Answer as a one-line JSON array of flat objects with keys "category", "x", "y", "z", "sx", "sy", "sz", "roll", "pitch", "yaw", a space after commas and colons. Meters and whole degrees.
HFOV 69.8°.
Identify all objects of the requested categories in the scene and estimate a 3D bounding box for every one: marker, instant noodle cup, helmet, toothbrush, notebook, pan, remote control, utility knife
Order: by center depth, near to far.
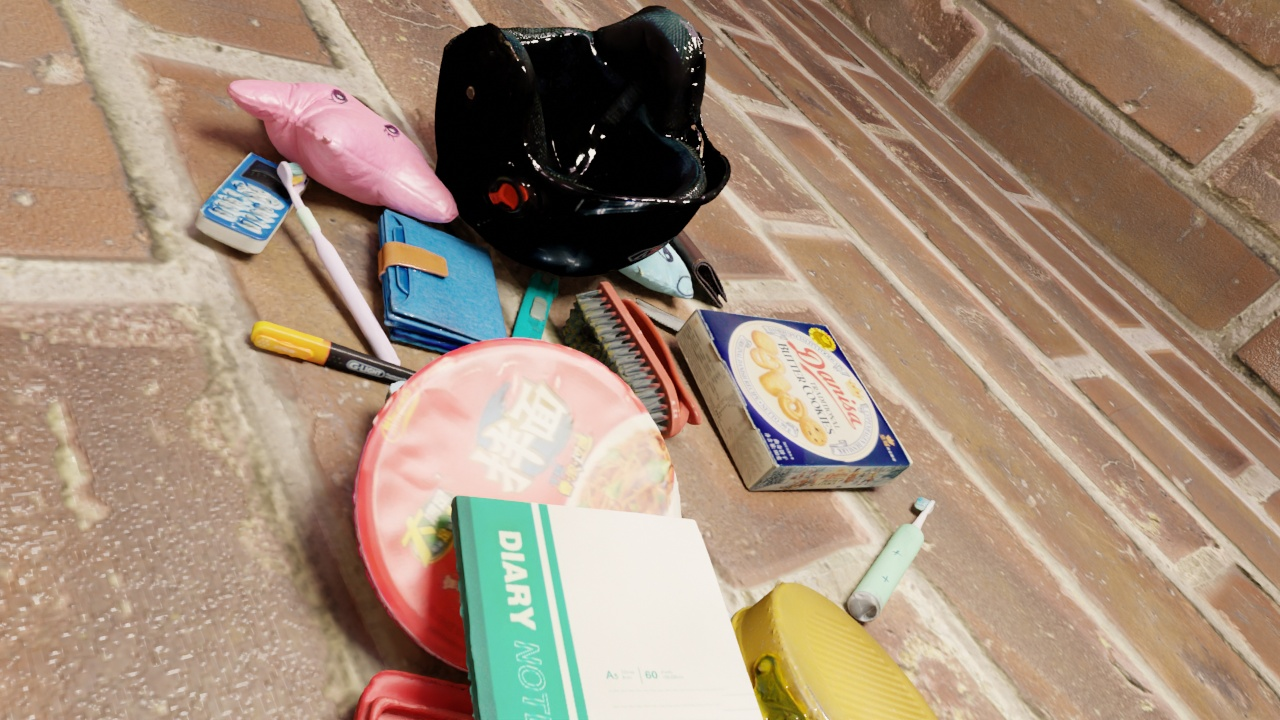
[{"category": "notebook", "x": -0.010, "y": 0.156, "z": 0.442, "sx": 0.150, "sy": 0.012, "sz": 0.209, "roll": 10, "pitch": 39, "yaw": -27}, {"category": "pan", "x": 0.072, "y": 0.207, "z": 0.528, "sx": 0.357, "sy": 0.078, "sz": 0.197, "roll": 33, "pitch": 19, "yaw": -40}, {"category": "instant noodle cup", "x": -0.074, "y": 0.087, "z": 0.539, "sx": 0.193, "sy": 0.066, "sz": 0.193, "roll": 9, "pitch": 70, "yaw": -25}, {"category": "marker", "x": -0.202, "y": 0.000, "z": 0.627, "sx": 0.123, "sy": 0.018, "sz": 0.015, "roll": 20, "pitch": 34, "yaw": -26}, {"category": "toothbrush", "x": -0.222, "y": -0.070, "z": 0.678, "sx": 0.189, "sy": 0.021, "sz": 0.029, "roll": 58, "pitch": -3, "yaw": 16}, {"category": "remote control", "x": -0.291, "y": -0.119, "z": 0.693, "sx": 0.049, "sy": 0.024, "sz": 0.124, "roll": 26, "pitch": 29, "yaw": -17}, {"category": "utility knife", "x": -0.091, "y": -0.034, "z": 0.783, "sx": 0.029, "sy": 0.013, "sz": 0.179, "roll": 26, "pitch": 33, "yaw": -13}, {"category": "helmet", "x": -0.057, "y": -0.185, "z": 0.810, "sx": 0.232, "sy": 0.231, "sz": 0.274, "roll": -25, "pitch": 64, "yaw": -40}, {"category": "toothbrush", "x": 0.231, "y": 0.168, "z": 0.815, "sx": 0.027, "sy": 0.026, "sz": 0.223, "roll": 24, "pitch": 26, "yaw": 24}]

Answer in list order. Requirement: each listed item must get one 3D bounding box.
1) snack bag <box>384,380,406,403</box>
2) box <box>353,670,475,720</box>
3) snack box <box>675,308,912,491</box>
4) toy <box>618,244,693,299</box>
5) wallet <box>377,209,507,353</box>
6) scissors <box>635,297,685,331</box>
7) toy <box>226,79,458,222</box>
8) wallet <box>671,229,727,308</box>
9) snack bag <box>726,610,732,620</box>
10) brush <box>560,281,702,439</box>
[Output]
[{"category": "snack bag", "x": -0.076, "y": 0.074, "z": 0.607, "sx": 0.190, "sy": 0.039, "sz": 0.110, "roll": 13, "pitch": 45, "yaw": -23}, {"category": "box", "x": -0.042, "y": 0.225, "z": 0.437, "sx": 0.201, "sy": 0.074, "sz": 0.154, "roll": 23, "pitch": 12, "yaw": -22}, {"category": "snack box", "x": 0.143, "y": 0.037, "z": 0.867, "sx": 0.182, "sy": 0.046, "sz": 0.177, "roll": 3, "pitch": 48, "yaw": -35}, {"category": "toy", "x": -0.007, "y": -0.122, "z": 0.947, "sx": 0.161, "sy": 0.050, "sz": 0.156, "roll": 36, "pitch": 24, "yaw": -3}, {"category": "wallet", "x": -0.159, "y": -0.060, "z": 0.732, "sx": 0.106, "sy": 0.040, "sz": 0.133, "roll": 19, "pitch": 34, "yaw": -33}, {"category": "scissors", "x": 0.090, "y": -0.022, "z": 0.942, "sx": 0.207, "sy": 0.015, "sz": 0.191, "roll": 44, "pitch": 34, "yaw": 13}, {"category": "toy", "x": -0.234, "y": -0.171, "z": 0.749, "sx": 0.194, "sy": 0.074, "sz": 0.178, "roll": 31, "pitch": 7, "yaw": -15}, {"category": "wallet", "x": 0.048, "y": -0.121, "z": 0.990, "sx": 0.122, "sy": 0.020, "sz": 0.096, "roll": 58, "pitch": 4, "yaw": 32}, {"category": "snack bag", "x": 0.039, "y": 0.170, "z": 0.628, "sx": 0.048, "sy": 0.026, "sz": 0.104, "roll": -21, "pitch": 62, "yaw": -44}, {"category": "brush", "x": -0.005, "y": 0.004, "z": 0.769, "sx": 0.069, "sy": 0.063, "sz": 0.145, "roll": -11, "pitch": 55, "yaw": -34}]
